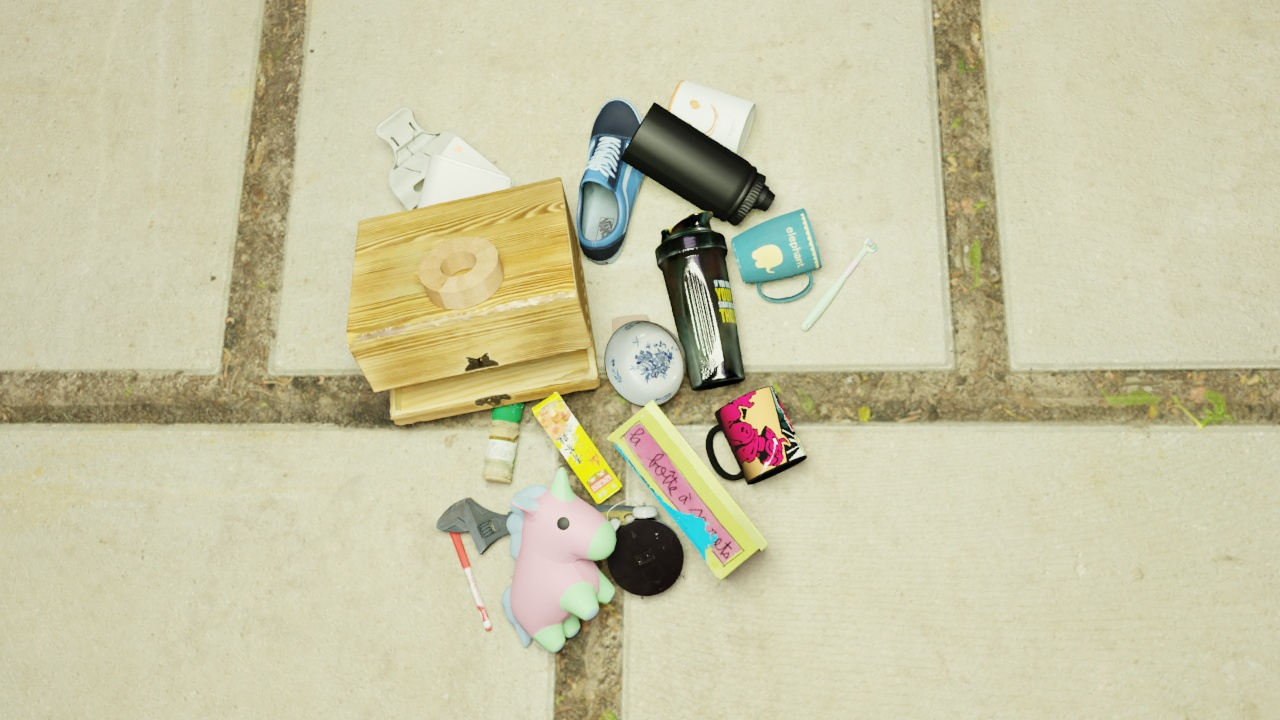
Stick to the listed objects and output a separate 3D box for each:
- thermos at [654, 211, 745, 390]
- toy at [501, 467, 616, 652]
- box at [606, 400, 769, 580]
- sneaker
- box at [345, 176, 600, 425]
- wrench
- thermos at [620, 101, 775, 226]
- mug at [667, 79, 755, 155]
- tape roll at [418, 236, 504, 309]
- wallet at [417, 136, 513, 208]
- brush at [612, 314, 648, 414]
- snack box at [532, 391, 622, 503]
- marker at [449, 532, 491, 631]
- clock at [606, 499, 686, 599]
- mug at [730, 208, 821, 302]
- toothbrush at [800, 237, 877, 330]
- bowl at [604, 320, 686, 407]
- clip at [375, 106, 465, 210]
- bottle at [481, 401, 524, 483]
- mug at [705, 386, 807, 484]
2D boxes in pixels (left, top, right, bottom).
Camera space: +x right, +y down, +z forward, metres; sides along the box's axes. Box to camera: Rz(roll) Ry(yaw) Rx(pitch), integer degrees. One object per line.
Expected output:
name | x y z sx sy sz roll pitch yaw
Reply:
thermos | 0.078 -0.074 1.193 0.098 0.098 0.220 -12 82 3
toy | -0.114 0.247 1.116 0.171 0.119 0.223 46 116 9
box | 0.061 0.161 1.123 0.079 0.124 0.221 -41 75 -2
sneaker | -0.039 -0.255 1.239 0.083 0.098 0.241 6 78 7
box | -0.209 -0.080 1.183 0.279 0.192 0.250 -13 49 3
wrench | -0.127 0.207 1.179 0.273 0.022 0.073 -4 80 3
thermos | 0.080 -0.250 1.211 0.198 0.086 0.086 30 81 -9
mug | 0.094 -0.327 1.250 0.105 0.082 0.082 20 80 9
tape roll | -0.206 -0.102 1.060 0.094 0.027 0.093 -6 48 7
wallet | -0.234 -0.239 1.256 0.118 0.037 0.115 15 100 -13
brush | -0.007 0.007 1.221 0.050 0.015 0.135 -6 82 1
snack box | -0.080 0.111 1.164 0.040 0.029 0.148 -35 103 -4
marker | -0.219 0.279 1.180 0.013 0.013 0.142 -23 76 0
clock | 0.001 0.232 1.143 0.094 0.035 0.122 -28 89 1
mug | 0.180 -0.131 1.204 0.104 0.084 0.112 -16 104 8
toothbrush | 0.262 -0.099 1.214 0.022 0.015 0.154 42 83 -21
bowl | 0.014 0.001 1.179 0.114 0.045 0.114 7 105 28
clip | -0.306 -0.282 1.291 0.126 0.101 0.152 -39 90 -5
bottle | -0.180 0.104 1.201 0.043 0.043 0.111 6 79 7
mug | 0.136 0.103 1.155 0.118 0.081 0.098 -32 74 27
